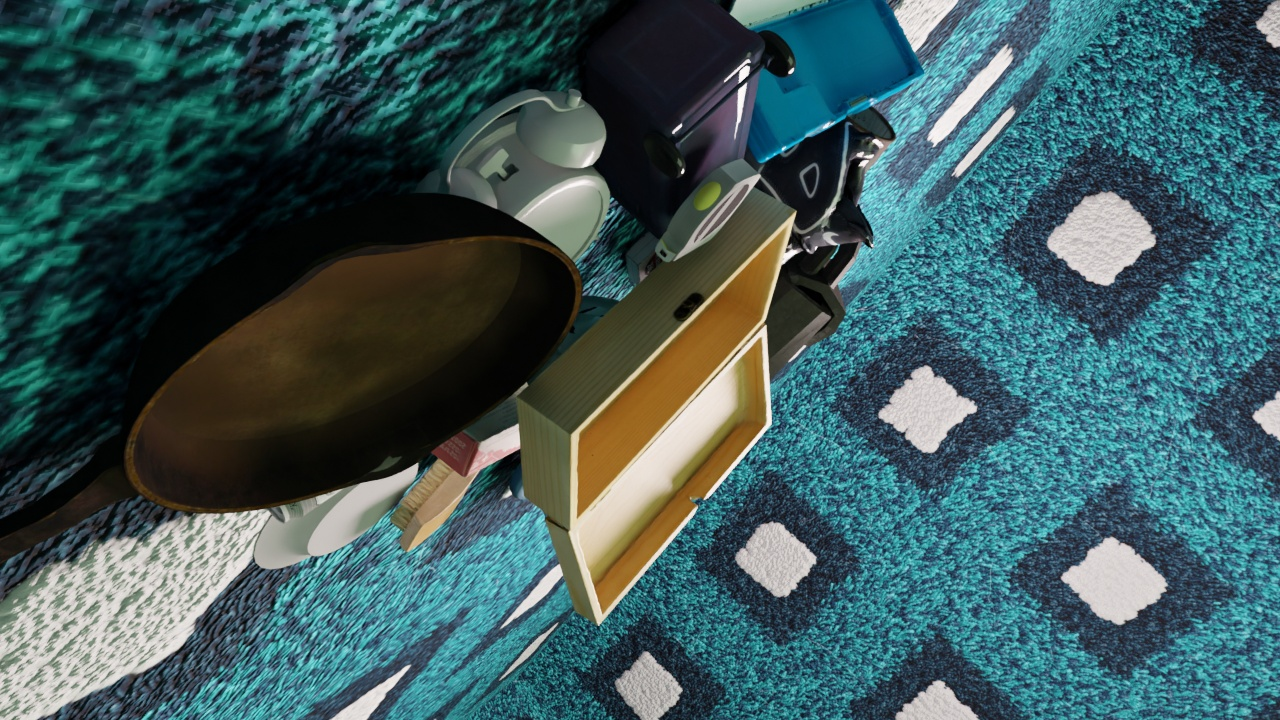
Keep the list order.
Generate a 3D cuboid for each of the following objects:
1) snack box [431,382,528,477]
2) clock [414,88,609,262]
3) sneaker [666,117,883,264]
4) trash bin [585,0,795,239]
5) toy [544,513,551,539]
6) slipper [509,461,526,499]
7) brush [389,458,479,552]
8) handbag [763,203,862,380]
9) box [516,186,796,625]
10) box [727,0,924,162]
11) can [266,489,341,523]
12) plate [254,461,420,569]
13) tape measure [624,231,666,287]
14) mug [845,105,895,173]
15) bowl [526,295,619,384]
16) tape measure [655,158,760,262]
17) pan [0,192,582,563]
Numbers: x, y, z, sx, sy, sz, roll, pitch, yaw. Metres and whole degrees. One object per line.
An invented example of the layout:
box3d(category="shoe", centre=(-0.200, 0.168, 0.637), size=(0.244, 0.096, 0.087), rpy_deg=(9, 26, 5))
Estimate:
box3d(category="snack box", centre=(-0.085, 0.022, 0.791), size=(0.272, 0.076, 0.044), rpy_deg=(-28, 148, -56))
box3d(category="clock", centre=(-0.073, -0.095, 0.517), size=(0.119, 0.061, 0.159), rpy_deg=(-40, 162, -11))
box3d(category="sneaker", centre=(0.125, -0.112, 0.797), size=(0.097, 0.151, 0.253), rpy_deg=(-18, 136, -60))
box3d(category="trash bin", centre=(0.023, -0.146, 0.575), size=(0.093, 0.092, 0.161), rpy_deg=(-44, 168, -10))
box3d(category="toy", centre=(-0.066, 0.147, 1.142), size=(0.138, 0.085, 0.209), rpy_deg=(-54, -175, 17))
box3d(category="slipper", centre=(-0.069, 0.093, 0.989), size=(0.103, 0.059, 0.214), rpy_deg=(-11, 150, -52))
box3d(category="brush", centre=(-0.177, 0.114, 0.815), size=(0.049, 0.039, 0.116), rpy_deg=(-53, -178, 41))
box3d(category="handbag", centre=(0.154, -0.087, 0.954), size=(0.200, 0.102, 0.196), rpy_deg=(-44, -159, 27))
box3d(category="box", centre=(0.021, 0.038, 0.681), size=(0.246, 0.076, 0.257), rpy_deg=(-43, 143, -30))
box3d(category="box", centre=(0.136, -0.260, 0.691), size=(0.242, 0.075, 0.167), rpy_deg=(-34, 128, -42))
box3d(category="can", centre=(-0.201, 0.061, 0.610), size=(0.106, 0.044, 0.044), rpy_deg=(-37, 165, -34))
box3d(category="plate", centre=(-0.228, 0.112, 0.738), size=(0.172, 0.019, 0.173), rpy_deg=(-43, 167, -13))
box3d(category="tape measure", centre=(0.012, -0.101, 0.843), size=(0.062, 0.020, 0.060), rpy_deg=(-45, 167, -9))
box3d(category="mug", centre=(0.212, -0.221, 0.948), size=(0.110, 0.085, 0.081), rpy_deg=(1, 139, -40))
box3d(category="bowl", centre=(-0.004, 0.004, 0.756), size=(0.173, 0.174, 0.068), rpy_deg=(-32, 175, -47))
box3d(category="tape measure", centre=(0.042, -0.093, 0.564), size=(0.065, 0.017, 0.064), rpy_deg=(-51, 171, 36))
box3d(category="pan", centre=(-0.194, 0.023, 0.435), size=(0.355, 0.043, 0.249), rpy_deg=(-25, 161, -19))
